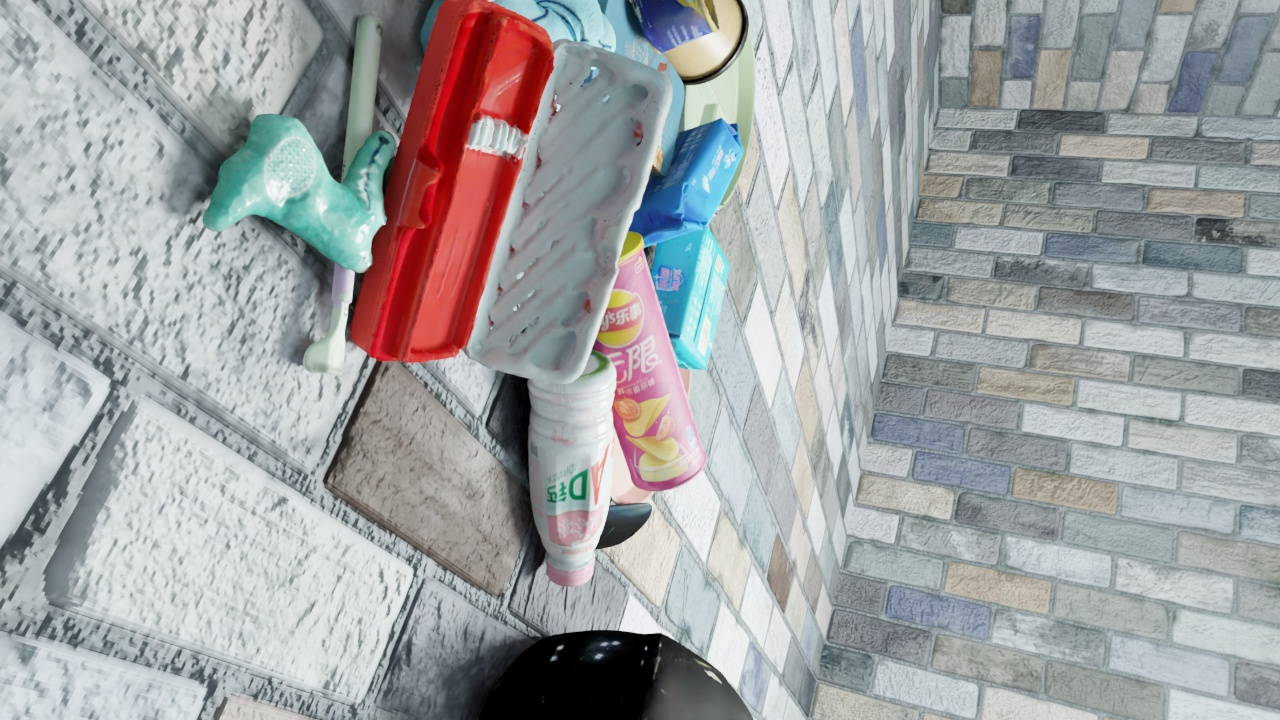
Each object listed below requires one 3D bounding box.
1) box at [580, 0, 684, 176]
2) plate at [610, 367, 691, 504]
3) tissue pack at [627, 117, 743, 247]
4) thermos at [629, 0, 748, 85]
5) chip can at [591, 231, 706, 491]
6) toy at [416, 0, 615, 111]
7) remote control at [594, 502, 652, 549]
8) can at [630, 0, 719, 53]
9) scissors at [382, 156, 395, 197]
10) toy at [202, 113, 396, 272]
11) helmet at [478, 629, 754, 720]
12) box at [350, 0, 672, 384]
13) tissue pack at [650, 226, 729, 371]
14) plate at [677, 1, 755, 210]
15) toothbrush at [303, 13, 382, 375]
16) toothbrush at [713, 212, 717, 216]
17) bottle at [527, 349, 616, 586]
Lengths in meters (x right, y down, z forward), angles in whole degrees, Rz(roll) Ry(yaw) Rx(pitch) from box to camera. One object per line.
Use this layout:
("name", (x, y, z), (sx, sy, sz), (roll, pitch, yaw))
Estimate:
("box", (-0.025, -0.209, 0.695), (0.184, 0.063, 0.089), (24, 75, -70))
("plate", (0.000, 0.031, 0.896), (0.229, 0.028, 0.229), (9, 90, -69))
("tissue pack", (0.029, -0.149, 0.801), (0.052, 0.095, 0.156), (55, 44, -30))
("thermos", (0.029, -0.297, 0.773), (0.143, 0.093, 0.093), (16, 83, -60))
("chip can", (-0.004, 0.004, 0.755), (0.071, 0.071, 0.211), (-52, 132, -51))
("toy", (-0.075, -0.197, 0.560), (0.155, 0.050, 0.161), (-17, 95, -38))
("remote control", (-0.026, 0.153, 0.841), (0.053, 0.024, 0.136), (-46, 156, 16))
("can", (0.011, -0.299, 0.658), (0.074, 0.049, 0.148), (-33, 106, -73))
("scissors", (-0.118, -0.072, 0.573), (0.171, 0.019, 0.177), (-38, 134, -61))
("toy", (-0.155, -0.083, 0.443), (0.092, 0.030, 0.096), (45, 60, -51))
("helmet", (-0.005, 0.340, 0.729), (0.274, 0.231, 0.232), (42, 49, -18))
("box", (-0.074, -0.088, 0.527), (0.160, 0.063, 0.201), (8, 108, -39))
("tissue pack", (0.041, -0.062, 0.854), (0.093, 0.050, 0.133), (45, 57, -62))
("plate", (0.078, -0.275, 0.978), (0.230, 0.027, 0.230), (9, 90, -69))
("toothbrush", (-0.153, -0.087, 0.479), (0.029, 0.020, 0.189), (8, 90, -75))
("toothbrush", (0.050, -0.150, 0.975), (0.188, 0.014, 0.018), (-25, 130, -65))
("bottle", (-0.056, 0.090, 0.731), (0.068, 0.068, 0.197), (-43, 141, -58))
